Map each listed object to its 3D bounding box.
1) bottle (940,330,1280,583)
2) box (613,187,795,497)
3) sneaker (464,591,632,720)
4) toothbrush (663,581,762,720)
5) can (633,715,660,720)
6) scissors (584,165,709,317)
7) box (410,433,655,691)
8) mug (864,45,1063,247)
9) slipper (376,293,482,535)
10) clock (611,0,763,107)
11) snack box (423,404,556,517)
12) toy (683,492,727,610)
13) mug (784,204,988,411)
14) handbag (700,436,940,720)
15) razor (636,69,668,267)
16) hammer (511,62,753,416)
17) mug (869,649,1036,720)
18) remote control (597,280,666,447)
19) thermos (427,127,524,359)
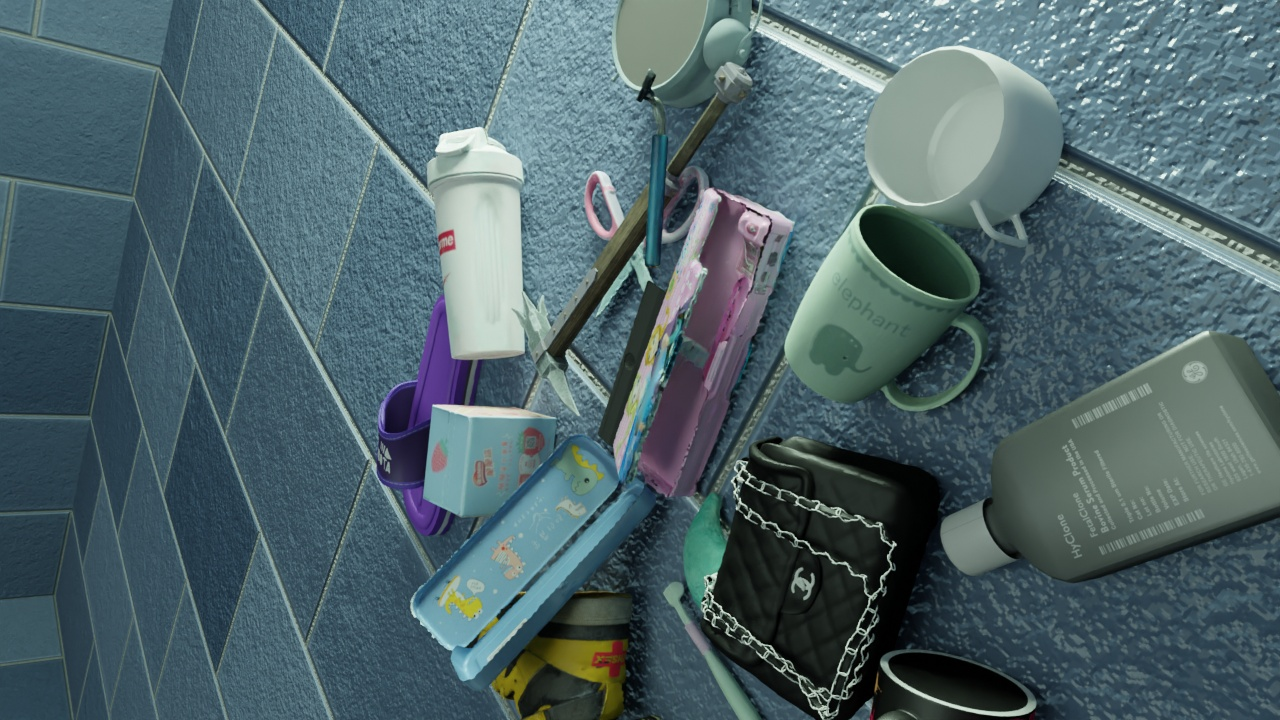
[{"bbox_3d":[0.232,0.064,0.465,0.174,0.046,0.083,-39,58,40],"label":"bottle"},{"bbox_3d":[0.030,-0.013,0.689,0.084,0.070,0.231,37,115,45],"label":"box"},{"bbox_3d":[-0.099,0.264,0.801,0.239,0.086,0.122,-15,71,44],"label":"sneaker"},{"bbox_3d":[0.060,0.229,0.676,0.154,0.015,0.022,54,127,36],"label":"toothbrush"},{"bbox_3d":[-0.040,0.342,0.716,0.131,0.100,0.072,-55,49,30],"label":"can"},{"bbox_3d":[0.000,-0.110,0.777,0.177,0.013,0.170,-42,56,39],"label":"scissors"},{"bbox_3d":[-0.085,0.162,0.753,0.209,0.043,0.125,-45,42,-11],"label":"box"},{"bbox_3d":[0.186,-0.115,0.518,0.095,0.068,0.115,-36,60,42],"label":"mug"},{"bbox_3d":[-0.242,0.057,0.989,0.107,0.083,0.267,27,107,47],"label":"slipper"},{"bbox_3d":[0.038,-0.267,0.723,0.160,0.045,0.122,5,91,51],"label":"clock"},{"bbox_3d":[-0.142,0.092,0.863,0.080,0.094,0.093,9,94,49],"label":"snack box"},{"bbox_3d":[0.071,0.148,0.661,0.105,0.033,0.085,16,85,47],"label":"toy"},{"bbox_3d":[0.150,-0.019,0.552,0.111,0.083,0.104,40,131,12],"label":"mug"},{"bbox_3d":[0.094,0.129,0.555,0.125,0.114,0.154,20,105,32],"label":"handbag"},{"bbox_3d":[0.011,-0.143,0.694,0.042,0.022,0.144,-160,68,-84],"label":"razor"},{"bbox_3d":[-0.006,-0.101,0.746,0.318,0.028,0.147,-53,45,32],"label":"hammer"},{"bbox_3d":[0.151,0.221,0.491,0.082,0.117,0.098,14,97,50],"label":"mug"},{"bbox_3d":[-0.005,0.004,0.763,0.033,0.015,0.147,40,120,41],"label":"remote control"},{"bbox_3d":[-0.157,-0.113,0.902,0.100,0.099,0.220,-12,82,48],"label":"thermos"}]
